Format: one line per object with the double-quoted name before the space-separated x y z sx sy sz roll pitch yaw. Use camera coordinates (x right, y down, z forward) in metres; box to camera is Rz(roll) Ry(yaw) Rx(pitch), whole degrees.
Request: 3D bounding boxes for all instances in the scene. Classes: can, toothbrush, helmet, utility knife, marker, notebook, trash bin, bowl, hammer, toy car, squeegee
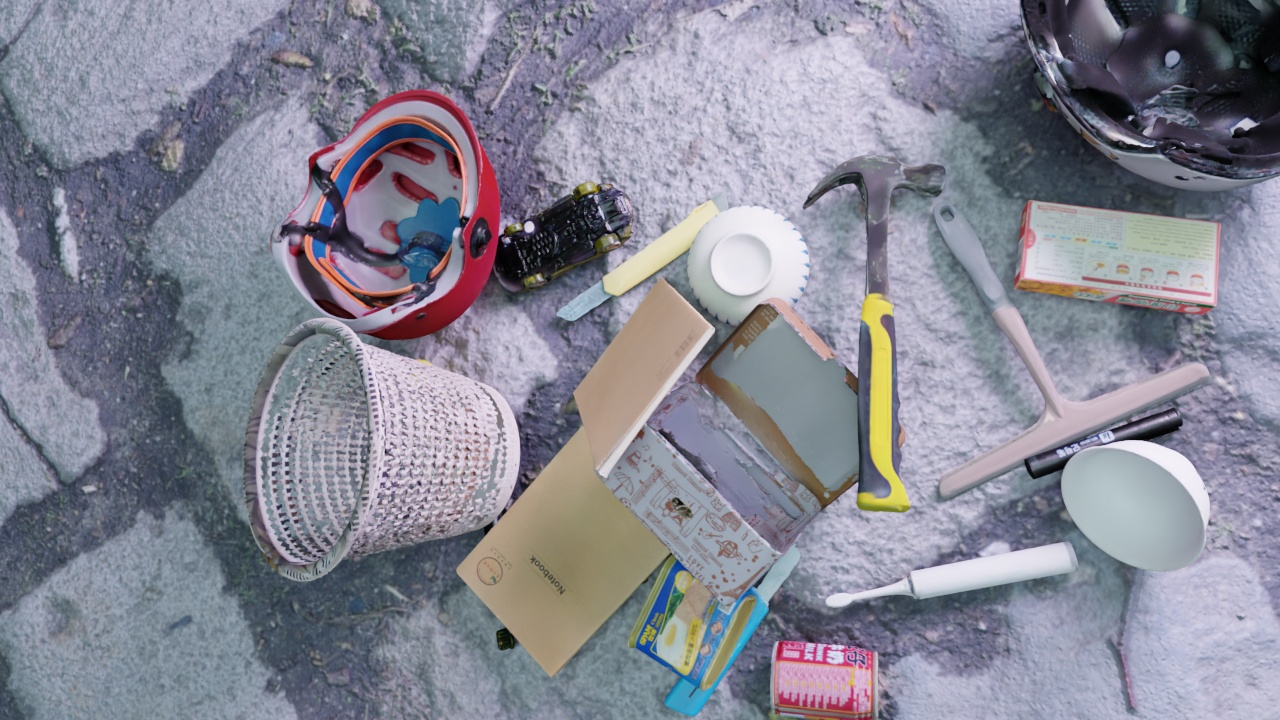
"can" 0.168 0.293 0.836 0.094 0.066 0.066 0 89 15
"toothbrush" -0.147 0.190 0.941 0.026 0.027 0.212 -10 85 52
"helmet" 0.437 -0.252 0.734 0.230 0.156 0.274 -41 69 11
"can" 0.049 0.245 0.863 0.083 0.057 0.102 26 92 25
"utility knife" 0.003 -0.098 0.912 0.207 0.021 0.031 -33 80 5
"toothbrush" 0.277 0.199 0.831 0.221 0.026 0.026 -15 59 14
"marker" 0.404 0.074 0.803 0.132 0.020 0.022 -22 113 10
"notebook" -0.005 0.005 0.824 0.012 0.211 0.149 35 97 -17
"utility knife" 0.093 0.258 0.883 0.034 0.018 0.204 35 96 13
"trash bin" -0.230 0.086 0.859 0.228 0.191 0.227 -8 78 41
"bowl" 0.099 -0.089 0.858 0.116 0.066 0.116 0 92 11
"bowl" 0.425 0.109 0.768 0.064 0.119 0.118 -30 79 -28
"hammer" 0.201 -0.032 0.790 0.126 0.032 0.322 5 72 -2
"helmet" -0.227 -0.130 0.911 0.207 0.144 0.240 26 84 21
"notebook" -0.070 0.187 0.899 0.148 0.008 0.208 44 102 13
"toy car" -0.081 -0.123 0.922 0.158 0.042 0.070 -23 83 17
"squeegee" 0.327 -0.036 0.818 0.248 0.040 0.249 -29 81 13

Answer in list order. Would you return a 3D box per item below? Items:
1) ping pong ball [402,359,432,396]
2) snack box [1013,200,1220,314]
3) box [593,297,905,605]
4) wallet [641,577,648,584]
"ping pong ball" -0.232 0.019 0.959 0.040 0.040 0.040 0 89 14
"snack box" 0.408 -0.090 0.788 0.156 0.027 0.077 9 76 10
"box" 0.103 0.073 0.808 0.183 0.156 0.194 45 120 10
"wallet" -0.057 0.198 0.916 0.115 0.033 0.090 -26 80 14
